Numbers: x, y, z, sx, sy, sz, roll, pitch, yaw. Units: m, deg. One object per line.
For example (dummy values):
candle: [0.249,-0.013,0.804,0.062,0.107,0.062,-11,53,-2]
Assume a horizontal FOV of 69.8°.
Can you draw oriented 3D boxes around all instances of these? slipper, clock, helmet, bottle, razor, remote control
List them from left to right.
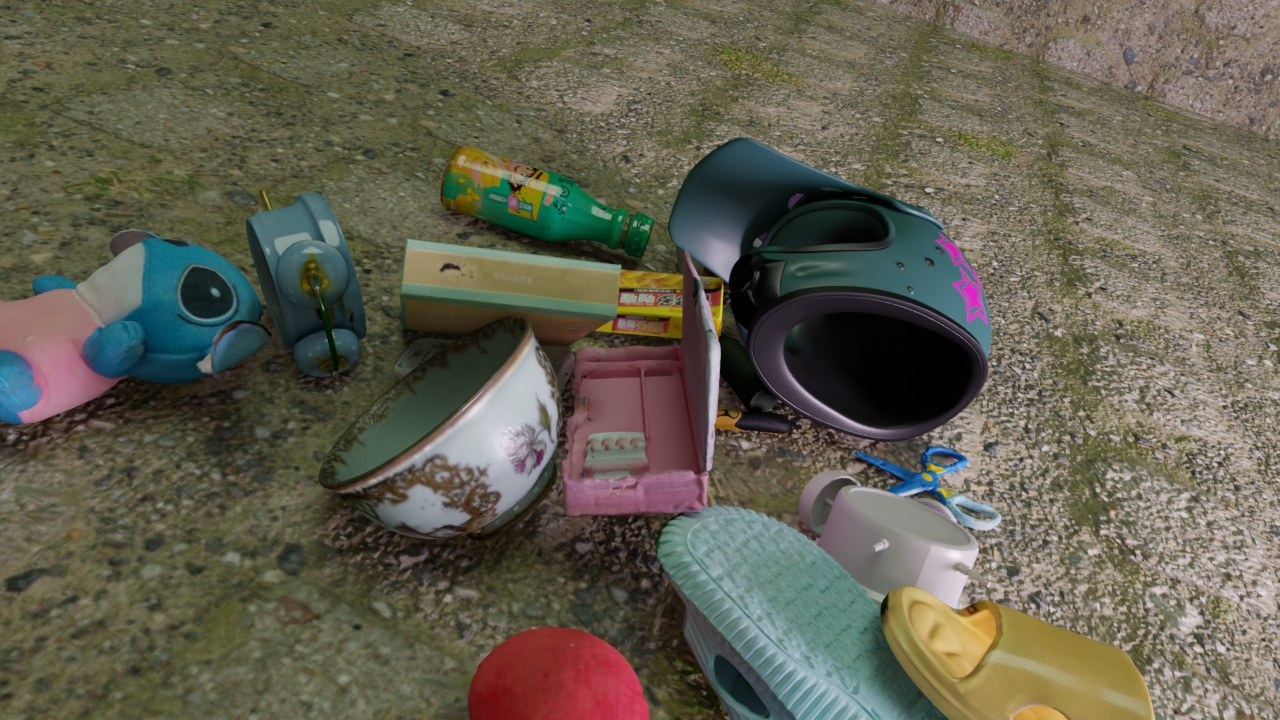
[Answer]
clock: [-0.242,-0.055,0.679,0.060,0.118,0.162,-19,40,-25]
remote control: [-0.118,0.006,0.698,0.133,0.022,0.050,4,33,12]
bottle: [-0.091,-0.153,0.918,0.210,0.068,0.067,18,35,2]
razor: [0.058,0.049,0.745,0.144,0.021,0.044,5,36,-20]
bottle: [0.079,-0.003,0.812,0.033,0.033,0.123,-5,40,-29]
helmet: [0.164,-0.063,0.779,0.274,0.177,0.199,23,37,-25]
slipper: [0.114,0.192,0.528,0.276,0.070,0.115,43,40,19]
clock: [0.171,0.126,0.639,0.120,0.061,0.159,17,11,-5]
slipper: [0.255,0.201,0.511,0.263,0.078,0.099,38,14,5]

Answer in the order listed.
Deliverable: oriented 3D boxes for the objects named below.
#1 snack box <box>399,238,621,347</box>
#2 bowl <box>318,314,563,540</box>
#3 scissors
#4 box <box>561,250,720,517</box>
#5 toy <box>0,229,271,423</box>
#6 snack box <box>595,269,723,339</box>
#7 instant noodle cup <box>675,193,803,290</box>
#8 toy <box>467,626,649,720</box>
snack box: [-0.105,-0.044,0.684,0.141,0.044,0.194,6,-6,-14]
bowl: [-0.108,0.056,0.580,0.094,0.160,0.159,55,30,-19]
scissors: [0.239,0.105,0.751,0.125,0.016,0.123,-11,40,-36]
box: [-0.003,0.001,0.637,0.106,0.116,0.232,-4,20,1]
toy: [-0.342,-0.019,0.599,0.191,0.099,0.224,-21,35,-34]
snack box: [-0.002,-0.053,0.828,0.152,0.025,0.075,5,34,4]
instant noodle cup: [0.106,-0.113,0.919,0.121,0.122,0.136,-4,48,-13]
toy: [-0.039,0.198,0.465,0.092,0.062,0.132,-6,56,-7]
